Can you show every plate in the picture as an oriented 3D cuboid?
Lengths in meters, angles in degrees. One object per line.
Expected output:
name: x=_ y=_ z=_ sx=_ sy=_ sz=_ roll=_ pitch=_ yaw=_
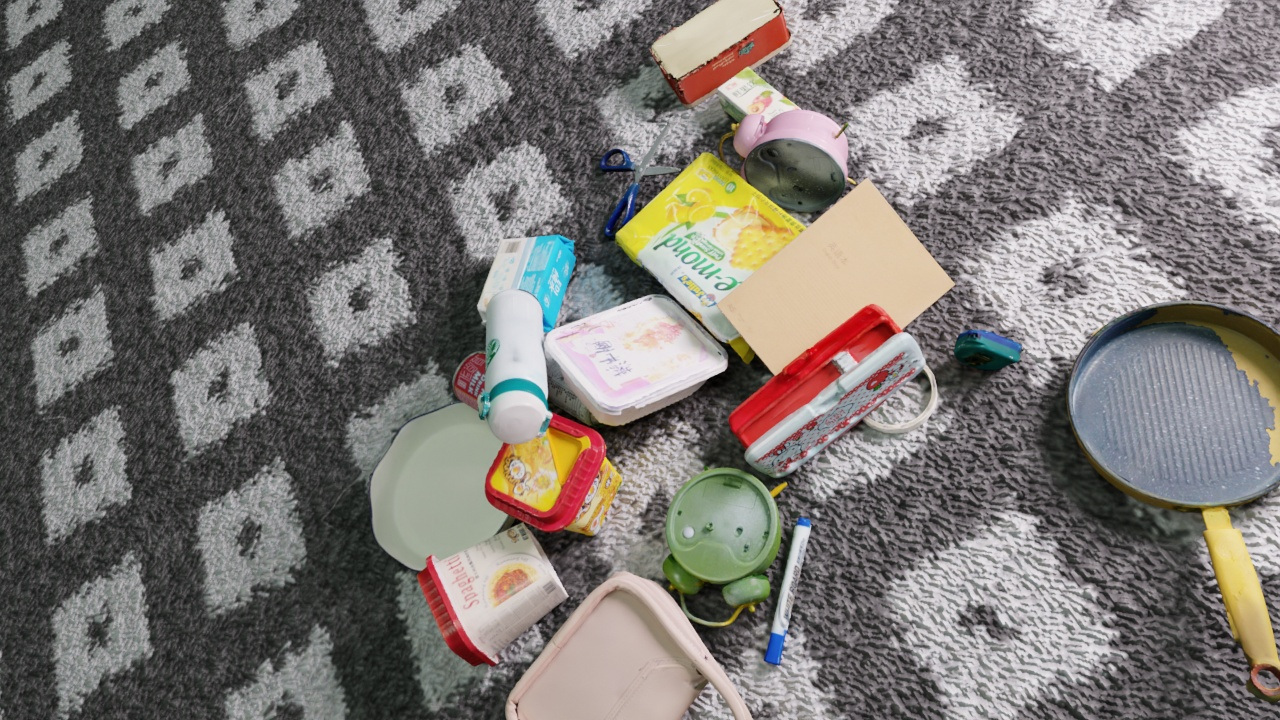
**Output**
plate: x=-0.224 y=0.150 z=1.086 sx=0.205 sy=0.045 sz=0.204 roll=-10 pitch=63 yaw=20

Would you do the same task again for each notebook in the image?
notebook: x=0.207 y=-0.069 z=0.978 sx=0.211 sy=0.012 sz=0.149 roll=-40 pitch=93 yaw=1

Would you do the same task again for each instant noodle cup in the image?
instant noodle cup: x=-0.153 y=0.246 z=0.980 sx=0.124 sy=0.117 sz=0.116 roll=-30 pitch=58 yaw=-7
instant noodle cup: x=-0.006 y=0.006 z=1.016 sx=0.173 sy=0.060 sz=0.138 roll=-23 pitch=53 yaw=-29
instant noodle cup: x=-0.086 y=0.130 z=0.990 sx=0.116 sy=0.123 sz=0.116 roll=19 pitch=75 yaw=28

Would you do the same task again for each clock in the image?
clock: x=0.084 y=0.188 z=0.932 sx=0.116 sy=0.056 sz=0.161 roll=9 pitch=71 yaw=27
clock: x=0.165 y=-0.233 z=1.061 sx=0.159 sy=0.117 sz=0.059 roll=7 pitch=59 yaw=23

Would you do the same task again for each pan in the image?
pan: x=0.489 y=0.106 z=0.788 sx=0.198 sy=0.078 sz=0.356 roll=-8 pitch=64 yaw=20

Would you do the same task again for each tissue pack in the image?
tissue pack: x=-0.139 y=-0.095 z=1.148 sx=0.090 sy=0.063 sz=0.139 roll=-1 pitch=57 yaw=24

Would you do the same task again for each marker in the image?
marker: x=0.147 y=0.228 z=0.911 sx=0.017 sy=0.017 sz=0.145 roll=8 pitch=70 yaw=25

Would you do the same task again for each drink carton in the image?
drink carton: x=0.153 y=-0.307 z=1.138 sx=0.053 sy=0.045 sz=0.122 roll=-38 pitch=59 yaw=-4

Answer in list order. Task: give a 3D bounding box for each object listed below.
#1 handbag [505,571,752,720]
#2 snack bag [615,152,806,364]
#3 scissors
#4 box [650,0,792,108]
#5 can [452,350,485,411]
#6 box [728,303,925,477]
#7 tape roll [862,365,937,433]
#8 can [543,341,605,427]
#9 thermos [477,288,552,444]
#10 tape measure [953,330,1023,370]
handbag: x=0.007 y=0.340 z=0.881 sx=0.234 sy=0.093 sz=0.193 roll=38 pitch=93 yaw=21
snack bag: x=0.097 y=-0.123 z=1.064 sx=0.158 sy=0.068 sz=0.246 roll=-43 pitch=59 yaw=-1
scissors: x=-0.007 y=-0.236 z=1.161 sx=0.174 sy=0.012 sz=0.162 roll=-60 pitch=39 yaw=15
box: x=0.101 y=-0.418 z=1.193 sx=0.168 sy=0.077 sz=0.091 roll=-31 pitch=59 yaw=6
can: x=-0.162 y=0.035 z=1.060 sx=0.094 sy=0.066 sz=0.066 roll=27 pitch=79 yaw=33
box: x=0.185 y=0.035 z=0.918 sx=0.202 sy=0.098 sz=0.095 roll=-39 pitch=85 yaw=11
tape roll: x=0.263 y=0.034 z=0.953 sx=0.086 sy=0.014 sz=0.085 roll=-9 pitch=64 yaw=19
can: x=-0.094 y=0.023 z=1.082 sx=0.147 sy=0.058 sz=0.058 roll=28 pitch=80 yaw=31
thermos: x=-0.137 y=0.004 z=0.984 sx=0.073 sy=0.073 sz=0.224 roll=-27 pitch=33 yaw=9
tape measure: x=0.343 y=-0.009 z=0.916 sx=0.058 sy=0.055 sz=0.025 roll=22 pitch=71 yaw=-4
